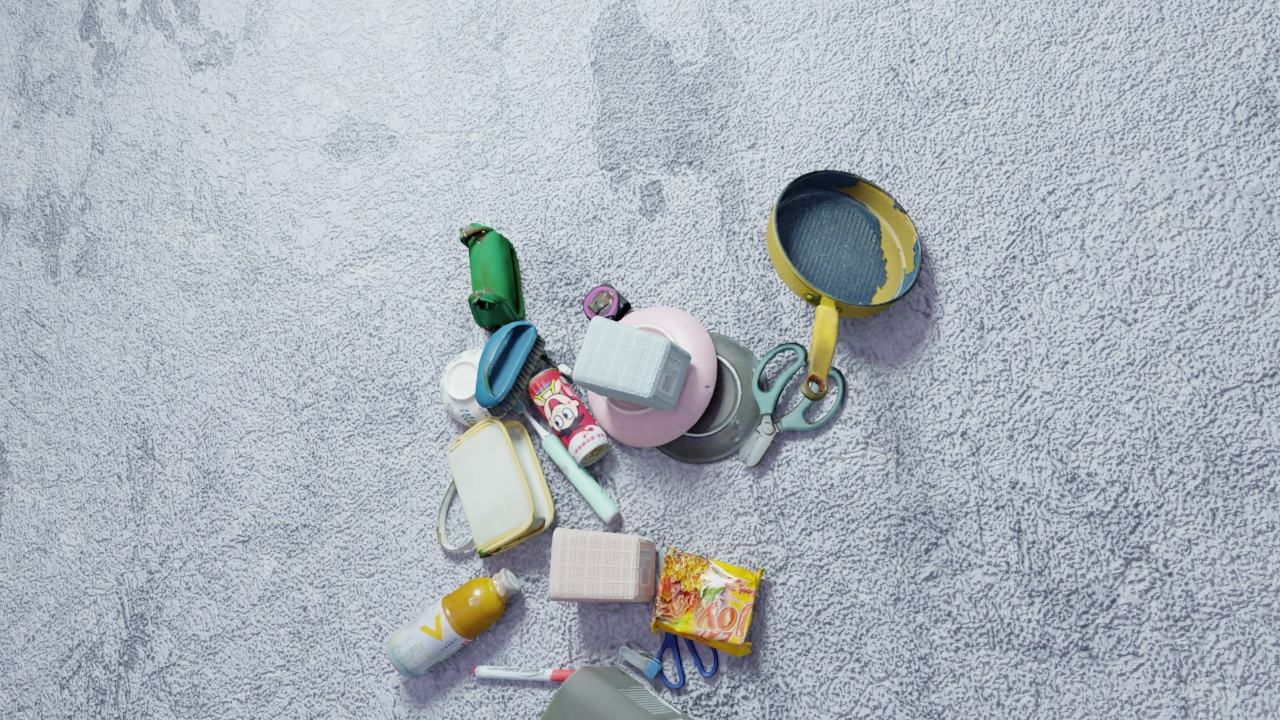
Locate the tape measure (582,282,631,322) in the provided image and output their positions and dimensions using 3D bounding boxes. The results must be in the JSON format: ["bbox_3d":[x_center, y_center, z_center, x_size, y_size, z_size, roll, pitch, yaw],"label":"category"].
[{"bbox_3d":[-0.050,-0.075,1.260,0.058,0.039,0.057,-43,68,3],"label":"tape measure"}]

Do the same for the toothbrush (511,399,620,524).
[{"bbox_3d":[-0.104,0.130,1.232,0.224,0.027,0.027,47,134,22],"label":"toothbrush"}]

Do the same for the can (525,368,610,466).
[{"bbox_3d":[-0.097,0.076,1.229,0.053,0.053,0.132,-40,68,4],"label":"can"}]

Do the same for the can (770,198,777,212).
[{"bbox_3d":[0.221,-0.147,1.183,0.058,0.058,0.147,-25,70,10],"label":"can"}]

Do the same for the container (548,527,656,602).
[{"bbox_3d":[-0.044,0.257,1.144,0.111,0.090,0.089,-2,75,19],"label":"container"}]

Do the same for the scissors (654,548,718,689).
[{"bbox_3d":[0.032,0.326,1.147,0.172,0.012,0.132,39,90,24],"label":"scissors"}]

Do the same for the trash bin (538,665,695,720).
[{"bbox_3d":[-0.006,0.473,1.033,0.220,0.199,0.198,33,86,29],"label":"trash bin"}]

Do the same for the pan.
[{"bbox_3d":[0.228,-0.088,1.076,0.197,0.078,0.356,24,60,-3],"label":"pan"}]

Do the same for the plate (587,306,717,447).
[{"bbox_3d":[0.006,0.016,1.198,0.193,0.039,0.192,-10,70,28],"label":"plate"}]

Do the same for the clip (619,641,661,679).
[{"bbox_3d":[0.001,0.371,1.137,0.057,0.032,0.025,26,107,29],"label":"clip"}]

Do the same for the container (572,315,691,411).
[{"bbox_3d":[-0.007,0.007,1.133,0.112,0.090,0.090,14,82,30],"label":"container"}]

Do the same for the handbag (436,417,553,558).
[{"bbox_3d":[-0.212,0.182,1.244,0.179,0.063,0.163,-32,68,23],"label":"handbag"}]

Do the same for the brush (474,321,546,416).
[{"bbox_3d":[-0.181,0.002,1.228,0.055,0.073,0.143,-2,50,35],"label":"brush"}]

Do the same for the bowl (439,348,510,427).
[{"bbox_3d":[-0.234,0.033,1.280,0.114,0.062,0.113,-5,73,17],"label":"bowl"}]

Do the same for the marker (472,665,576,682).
[{"bbox_3d":[-0.148,0.404,1.181,0.145,0.017,0.017,-3,75,17],"label":"marker"}]

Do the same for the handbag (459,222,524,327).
[{"bbox_3d":[-0.213,-0.117,1.281,0.068,0.120,0.131,-11,71,9],"label":"handbag"}]

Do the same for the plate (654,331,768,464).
[{"bbox_3d":[0.077,0.045,1.198,0.180,0.024,0.179,-4,75,16],"label":"plate"}]

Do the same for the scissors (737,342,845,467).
[{"bbox_3d":[0.189,0.070,1.153,0.143,0.019,0.180,24,83,11],"label":"scissors"}]

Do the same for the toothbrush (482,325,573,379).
[{"bbox_3d":[-0.164,-0.020,1.297,0.181,0.018,0.015,30,82,24],"label":"toothbrush"}]

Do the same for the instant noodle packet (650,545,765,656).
[{"bbox_3d":[0.082,0.292,1.116,0.128,0.044,0.110,11,75,14],"label":"instant noodle packet"}]

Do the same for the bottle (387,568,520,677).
[{"bbox_3d":[-0.242,0.339,1.200,0.189,0.068,0.068,-36,68,6],"label":"bottle"}]
